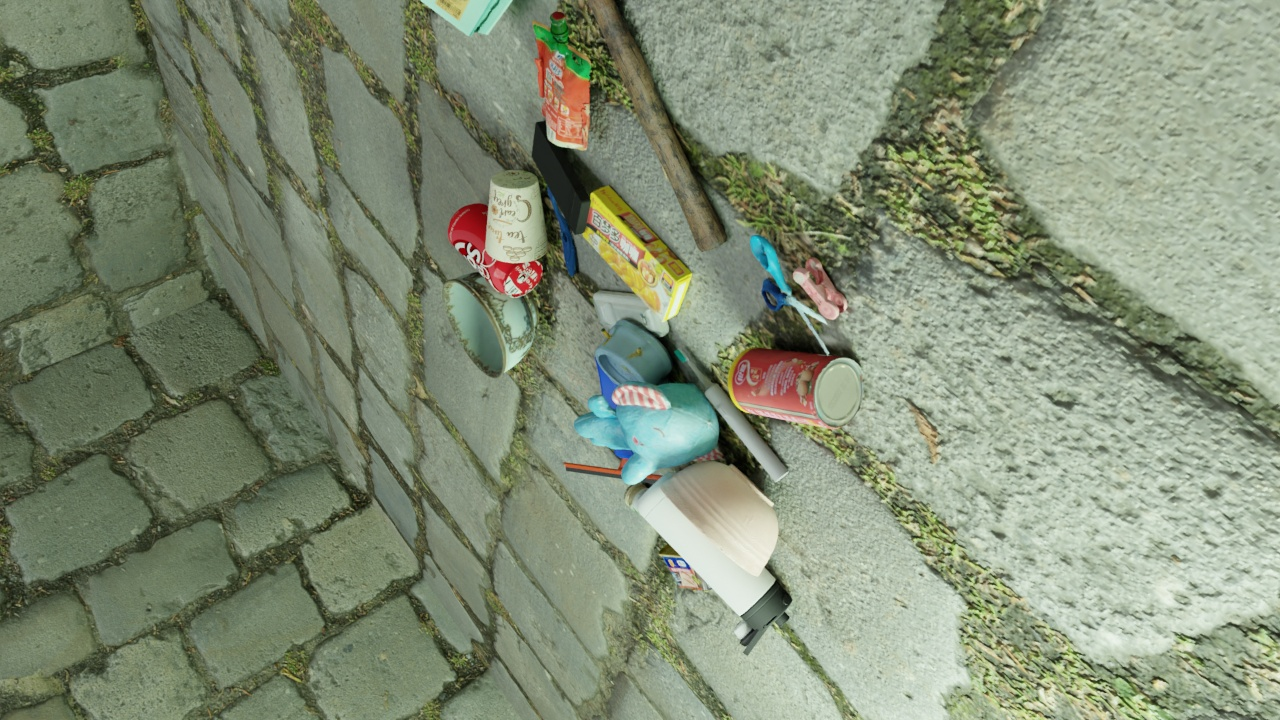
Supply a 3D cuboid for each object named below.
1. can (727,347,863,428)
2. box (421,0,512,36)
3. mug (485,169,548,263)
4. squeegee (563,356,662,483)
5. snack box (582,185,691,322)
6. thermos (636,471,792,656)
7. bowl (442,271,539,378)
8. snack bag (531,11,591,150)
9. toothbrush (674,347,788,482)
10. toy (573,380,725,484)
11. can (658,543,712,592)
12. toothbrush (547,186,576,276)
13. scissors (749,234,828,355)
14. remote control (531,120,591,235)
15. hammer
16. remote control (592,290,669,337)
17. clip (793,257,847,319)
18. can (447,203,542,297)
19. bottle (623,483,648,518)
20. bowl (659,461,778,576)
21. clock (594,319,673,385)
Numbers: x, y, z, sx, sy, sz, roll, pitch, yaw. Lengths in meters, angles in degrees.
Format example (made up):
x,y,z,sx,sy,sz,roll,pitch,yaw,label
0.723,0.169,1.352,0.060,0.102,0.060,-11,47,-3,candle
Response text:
x,y,z,sx,sy,sz,roll,pitch,yaw,label
0.146,0.025,0.874,0.124,0.066,0.067,9,124,56,can
-0.165,-0.406,0.926,0.189,0.091,0.077,-14,70,62,box
-0.164,-0.198,1.185,0.121,0.081,0.097,-112,20,-52,mug
-0.024,0.074,1.210,0.250,0.055,0.185,2,120,38,squeegee
-0.006,-0.120,1.030,0.152,0.025,0.075,49,149,20,snack box
0.085,0.252,1.147,0.230,0.068,0.101,45,117,11,thermos
-0.205,-0.064,1.333,0.160,0.093,0.160,39,146,34,bowl
-0.081,-0.291,0.947,0.087,0.044,0.155,43,157,24,snack bag
0.099,0.057,1.030,0.188,0.019,0.018,52,158,15,toothbrush
0.002,0.086,1.066,0.181,0.114,0.183,-12,146,31,toy
0.074,0.272,1.236,0.059,0.053,0.100,62,152,-5,can
-0.096,-0.163,1.149,0.021,0.016,0.132,31,143,44,toothbrush
0.137,-0.054,0.842,0.130,0.014,0.117,56,172,15,scissors
-0.093,-0.213,1.069,0.133,0.013,0.058,62,155,25,remote control
0.006,-0.259,0.876,0.120,0.033,0.330,-12,106,60,hammer
-0.015,-0.056,1.107,0.133,0.022,0.050,11,126,54,remote control
0.157,-0.062,0.812,0.023,0.043,0.060,-30,76,65,clip
-0.202,-0.153,1.265,0.142,0.074,0.075,44,148,28,can
0.022,0.206,1.274,0.110,0.042,0.043,27,138,47,bottle
0.102,0.167,1.045,0.153,0.076,0.153,41,-179,-1,bowl
-0.007,0.006,1.107,0.089,0.051,0.125,27,156,29,clock
